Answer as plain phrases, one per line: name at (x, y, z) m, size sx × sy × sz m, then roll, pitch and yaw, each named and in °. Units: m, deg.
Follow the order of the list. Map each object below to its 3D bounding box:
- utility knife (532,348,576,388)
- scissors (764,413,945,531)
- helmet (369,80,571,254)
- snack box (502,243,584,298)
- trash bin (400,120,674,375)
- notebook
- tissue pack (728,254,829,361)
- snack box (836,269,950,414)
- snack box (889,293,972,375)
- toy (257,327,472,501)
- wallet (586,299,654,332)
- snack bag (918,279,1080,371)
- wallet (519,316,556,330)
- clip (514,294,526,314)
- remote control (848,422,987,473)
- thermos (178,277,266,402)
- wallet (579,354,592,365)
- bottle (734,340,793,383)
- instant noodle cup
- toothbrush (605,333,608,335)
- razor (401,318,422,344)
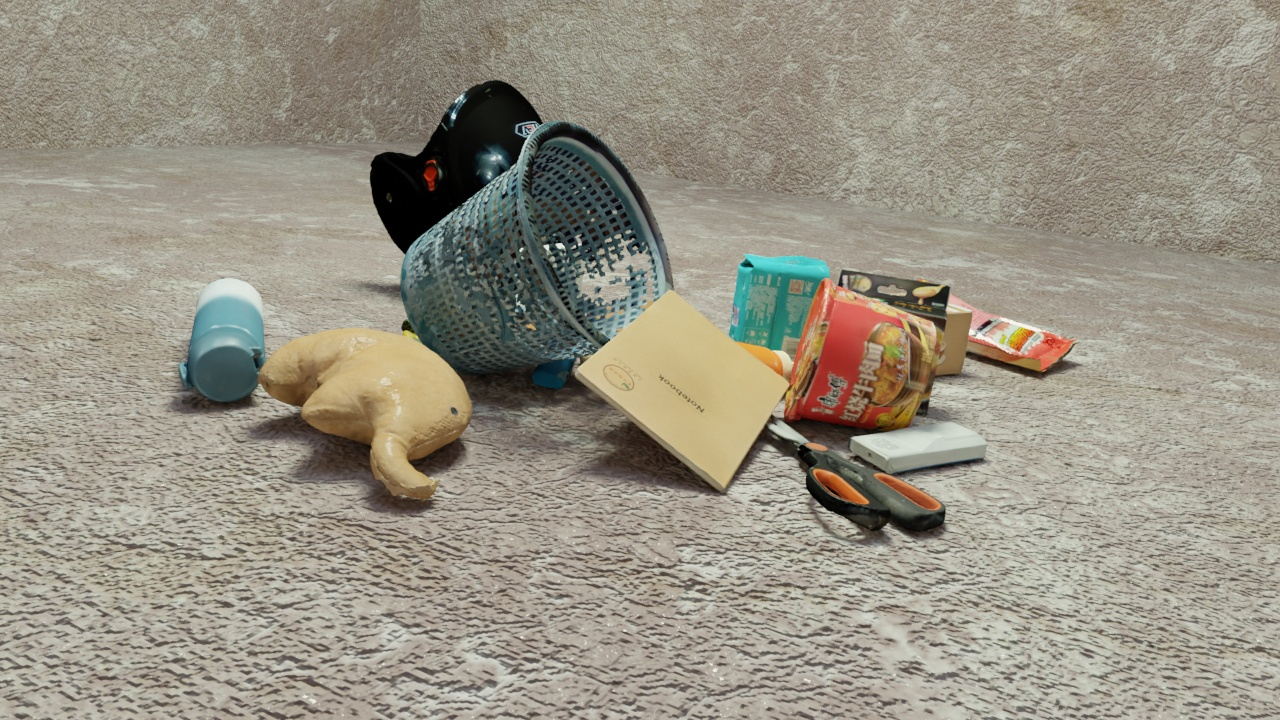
utility knife at (-0.081, -0.011, 0.982) m, size 0.034 × 0.018 × 0.203 m, roll 4°, pitch 18°, yaw 4°
scissors at (0.161, 0.087, 0.751) m, size 0.161 × 0.022 × 0.233 m, roll 13°, pitch 13°, yaw 2°
helmet at (-0.198, -0.215, 1.208) m, size 0.230 × 0.275 × 0.232 m, roll 41°, pitch 34°, yaw 17°
snack box at (-0.130, -0.100, 1.148) m, size 0.027 × 0.085 × 0.156 m, roll 19°, pitch 22°, yaw 34°
trash bin at (-0.108, -0.081, 0.869) m, size 0.196 × 0.226 × 0.226 m, roll -20°, pitch 3°, yaw 30°
notebook at (0.045, 0.016, 0.788) m, size 0.148 × 0.008 × 0.207 m, roll 38°, pitch 31°, yaw 5°
tissue pack at (0.146, -0.047, 0.979) m, size 0.093 × 0.133 × 0.050 m, roll 6°, pitch 13°, yaw -9°
snack box at (0.245, -0.019, 0.928) m, size 0.113 × 0.126 × 0.053 m, roll 11°, pitch 18°, yaw 16°
snack box at (0.315, -0.031, 1.071) m, size 0.092 × 0.077 × 0.094 m, roll -4°, pitch 18°, yaw -27°
toy at (-0.197, 0.034, 0.715) m, size 0.143 × 0.083 × 0.226 m, roll -15°, pitch 29°, yaw -38°
wallet at (0.002, -0.050, 1.142) m, size 0.115 × 0.020 × 0.101 m, roll -7°, pitch 21°, yaw -27°
snack bag at (0.437, -0.040, 1.176) m, size 0.128 × 0.073 × 0.208 m, roll -17°, pitch 33°, yaw -42°
wallet at (-0.165, -0.038, 1.032) m, size 0.132 × 0.031 × 0.107 m, roll 10°, pitch 16°, yaw 18°
clip at (-0.139, -0.064, 1.046) m, size 0.024 × 0.026 × 0.056 m, roll 5°, pitch 21°, yaw 2°
remote control at (0.243, 0.074, 0.798) m, size 0.124 × 0.024 × 0.049 m, roll -5°, pitch 19°, yaw -29°
thermos at (-0.385, -0.022, 0.853) m, size 0.070 × 0.070 × 0.220 m, roll -2°, pitch 18°, yaw -22°
wallet at (-0.006, 0.006, 0.952) m, size 0.115 × 0.024 × 0.087 m, roll 2°, pitch 22°, yaw -9°
bottle at (0.099, 0.009, 0.911) m, size 0.149 × 0.067 × 0.067 m, roll 2°, pitch 16°, yaw -34°
instant noodle cup at (0.204, 0.002, 0.853) m, size 0.108 × 0.138 × 0.137 m, roll 15°, pitch 18°, yaw 4°
toothbrush at (-0.049, -0.033, 1.081) m, size 0.186 × 0.012 × 0.017 m, roll 15°, pitch 14°, yaw 29°
razor at (-0.232, -0.009, 0.917) m, size 0.043 × 0.028 × 0.132 m, roll 34°, pitch 10°, yaw -12°
